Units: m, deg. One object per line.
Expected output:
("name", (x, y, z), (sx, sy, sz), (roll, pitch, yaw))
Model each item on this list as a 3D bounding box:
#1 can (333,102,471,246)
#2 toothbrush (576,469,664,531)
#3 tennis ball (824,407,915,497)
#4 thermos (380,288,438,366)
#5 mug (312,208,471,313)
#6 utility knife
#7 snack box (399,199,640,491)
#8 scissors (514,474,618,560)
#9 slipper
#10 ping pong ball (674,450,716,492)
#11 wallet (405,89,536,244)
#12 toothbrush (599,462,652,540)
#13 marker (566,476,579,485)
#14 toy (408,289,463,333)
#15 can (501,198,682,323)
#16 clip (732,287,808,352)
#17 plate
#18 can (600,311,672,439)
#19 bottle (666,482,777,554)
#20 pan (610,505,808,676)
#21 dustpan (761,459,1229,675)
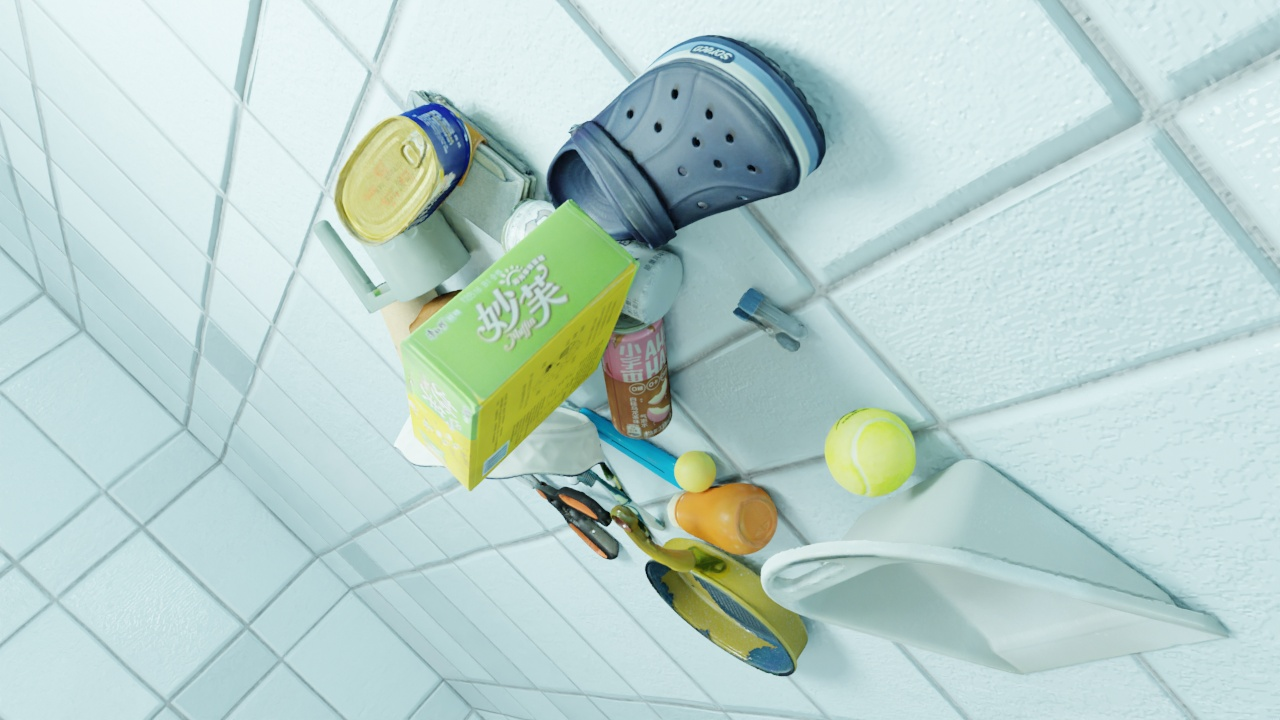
("can", (-0.198, -0.153, 0.763), (0.074, 0.049, 0.149), (52, 133, -4))
("toothbrush", (-0.018, 0.153, 0.987), (0.016, 0.018, 0.191), (10, 158, 35))
("tennis ball", (0.169, 0.067, 0.676), (0.065, 0.065, 0.066), (29, 147, 21))
("thermos", (-0.233, -0.017, 1.017), (0.093, 0.092, 0.143), (2, 124, 48))
("mug", (-0.243, -0.113, 0.886), (0.124, 0.083, 0.103), (-24, 112, 17))
("utility knife", (-0.043, 0.072, 0.973), (0.223, 0.018, 0.034), (28, 145, 26))
("snack box", (-0.092, -0.002, 0.678), (0.070, 0.157, 0.210), (42, 157, 7))
("scissors", (-0.101, 0.173, 1.155), (0.221, 0.021, 0.233), (50, 156, -18))
("slipper", (0.003, -0.127, 0.603), (0.105, 0.095, 0.253), (52, 152, -20))
("ping pong ball", (0.053, 0.107, 0.883), (0.040, 0.040, 0.040), (29, 147, 21))
("wallet", (-0.152, -0.162, 0.789), (0.130, 0.036, 0.107), (38, 150, 8))
("toothbrush", (-0.030, 0.145, 1.054), (0.017, 0.012, 0.186), (12, 138, 50))
("marker", (-0.083, 0.103, 1.053), (0.018, 0.022, 0.131), (54, 158, 36))
("toy", (-0.141, 0.002, 0.876), (0.200, 0.139, 0.130), (8, 137, 53))
("can", (-0.040, -0.082, 0.738), (0.147, 0.058, 0.058), (26, 146, 26))
("clip", (0.097, -0.029, 0.682), (0.058, 0.025, 0.036), (34, 141, 8))
("plate", (-0.137, 0.073, 0.913), (0.205, 0.204, 0.045), (11, 99, 42))
("can", (-0.005, 0.005, 0.805), (0.058, 0.057, 0.147), (25, 145, 27))
("bottle", (0.070, 0.151, 0.903), (0.067, 0.066, 0.150), (52, 155, -16))
("pan", (0.058, 0.232, 0.961), (0.198, 0.078, 0.358), (18, 147, 38))
("dustpan", (0.230, 0.188, 0.686), (0.258, 0.142, 0.223), (42, 150, 4))
